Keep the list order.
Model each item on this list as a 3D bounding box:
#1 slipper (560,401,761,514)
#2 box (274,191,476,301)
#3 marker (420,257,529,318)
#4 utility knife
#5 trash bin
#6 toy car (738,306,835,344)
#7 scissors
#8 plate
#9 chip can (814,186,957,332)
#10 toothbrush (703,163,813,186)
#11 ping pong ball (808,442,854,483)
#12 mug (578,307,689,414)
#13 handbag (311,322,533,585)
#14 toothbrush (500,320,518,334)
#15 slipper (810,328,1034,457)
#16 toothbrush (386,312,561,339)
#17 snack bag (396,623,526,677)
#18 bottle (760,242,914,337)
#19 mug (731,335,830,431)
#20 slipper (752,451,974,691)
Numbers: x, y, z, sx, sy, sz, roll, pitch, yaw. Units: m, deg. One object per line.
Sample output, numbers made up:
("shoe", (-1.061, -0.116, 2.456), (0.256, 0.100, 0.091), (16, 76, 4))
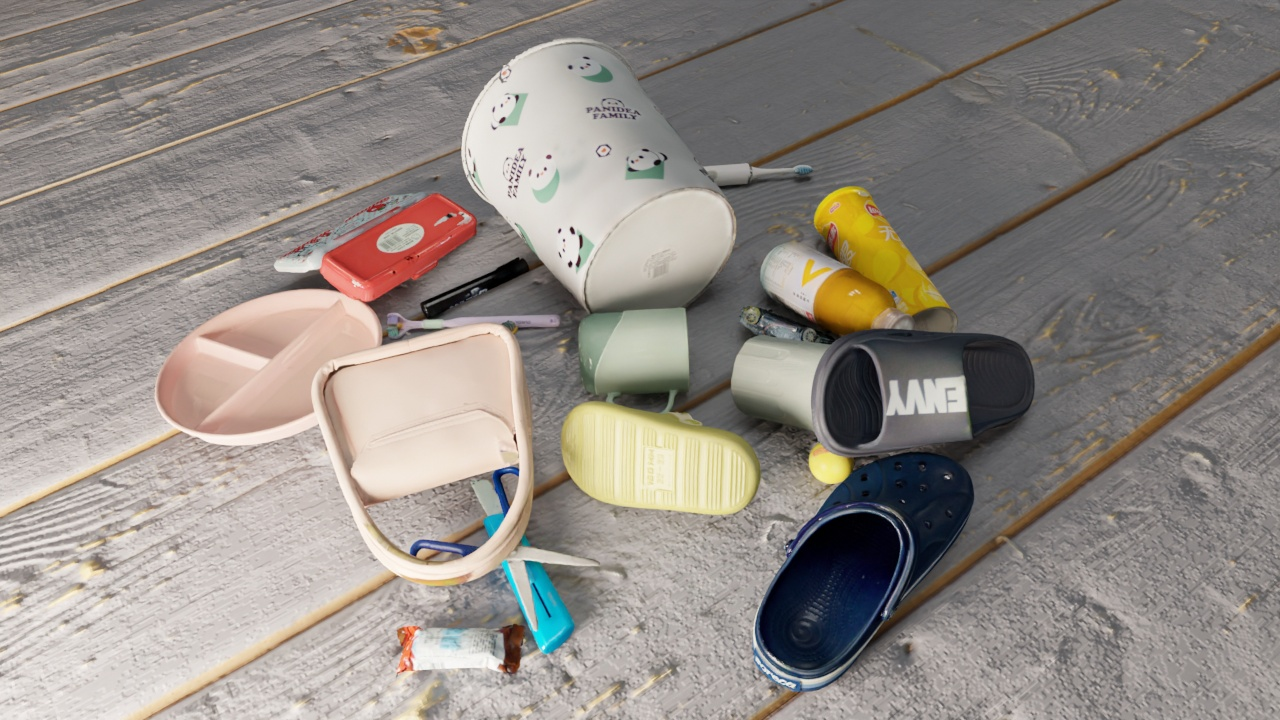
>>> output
("slipper", (0.021, 0.088, 0.832), (0.191, 0.092, 0.081), (10, 10, 23))
("box", (-0.305, -0.143, 1.068), (0.161, 0.060, 0.200), (20, 40, 23))
("marker", (-0.187, -0.084, 1.039), (0.131, 0.020, 0.022), (-28, 62, -22))
("utility knife", (-0.108, 0.169, 0.795), (0.034, 0.018, 0.191), (-23, 48, -17))
("trash bin", (-0.040, -0.183, 0.995), (0.229, 0.230, 0.252), (-23, 54, -18))
("toy car", (0.151, -0.029, 0.951), (0.106, 0.031, 0.048), (23, 12, 29))
("scissors", (-0.118, 0.159, 0.786), (0.162, 0.012, 0.175), (-12, 46, 0))
("plate", (-0.379, 0.005, 0.951), (0.229, 0.028, 0.229), (-4, 41, 3))
("chip can", (0.260, -0.099, 0.992), (0.072, 0.072, 0.213), (-12, 48, -8))
("toothbrush", (0.108, -0.234, 1.160), (0.221, 0.027, 0.026), (-4, 24, -1))
("ping pong ball", (0.174, 0.092, 0.834), (0.040, 0.040, 0.040), (-2, 46, 2))
("mug", (-0.005, 0.005, 0.910), (0.106, 0.082, 0.111), (-3, 78, 0))
("handbag", (-0.178, 0.087, 0.811), (0.193, 0.093, 0.234), (-17, 53, -8))
("toothbrush", (-0.208, 0.006, 0.929), (0.191, 0.018, 0.016), (-29, 46, -20))
("slipper", (0.268, 0.020, 0.807), (0.267, 0.083, 0.110), (-5, 87, -28))
("toothbrush", (-0.181, -0.041, 0.999), (0.189, 0.029, 0.021), (-2, 9, 0))
("snack bag", (-0.146, 0.230, 0.733), (0.105, 0.026, 0.045), (-1, 37, 1))
("bottle", (0.199, -0.064, 0.938), (0.068, 0.068, 0.189), (-25, 36, -20))
("mug", (0.161, 0.018, 0.874), (0.103, 0.084, 0.123), (11, 18, 36))
("slipper", (0.177, 0.151, 0.744), (0.105, 0.095, 0.252), (34, 60, 27))
